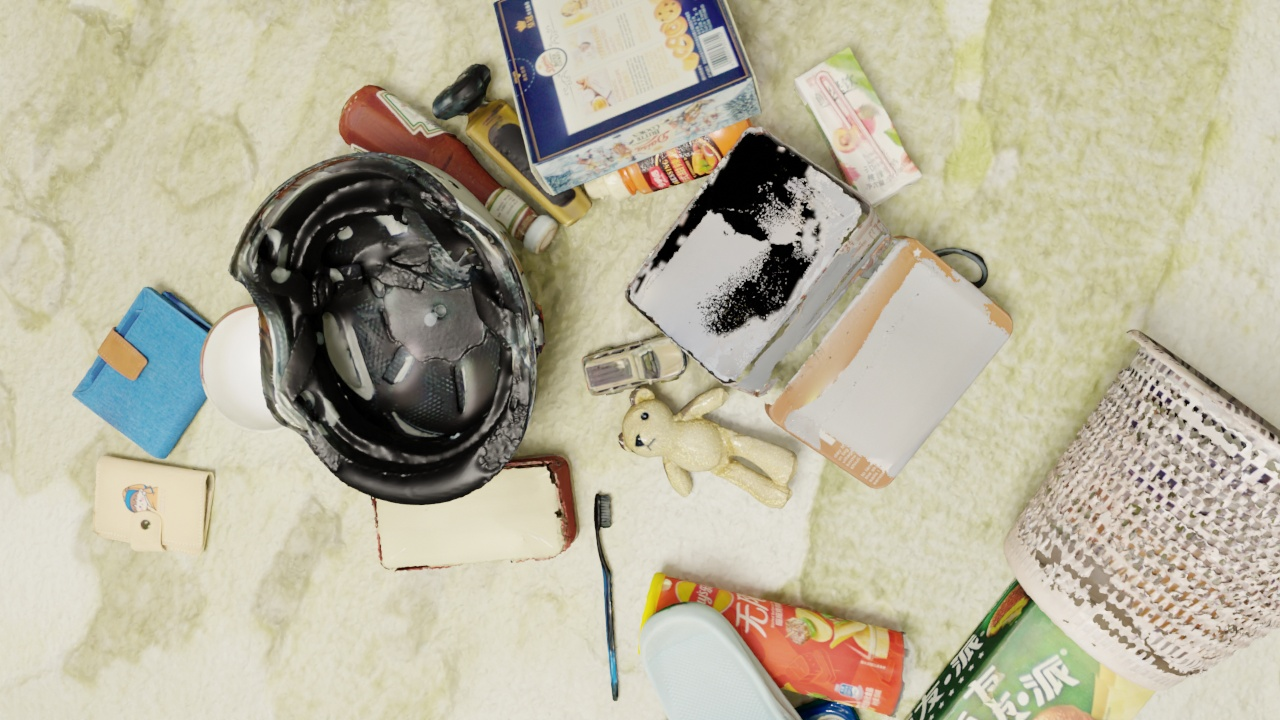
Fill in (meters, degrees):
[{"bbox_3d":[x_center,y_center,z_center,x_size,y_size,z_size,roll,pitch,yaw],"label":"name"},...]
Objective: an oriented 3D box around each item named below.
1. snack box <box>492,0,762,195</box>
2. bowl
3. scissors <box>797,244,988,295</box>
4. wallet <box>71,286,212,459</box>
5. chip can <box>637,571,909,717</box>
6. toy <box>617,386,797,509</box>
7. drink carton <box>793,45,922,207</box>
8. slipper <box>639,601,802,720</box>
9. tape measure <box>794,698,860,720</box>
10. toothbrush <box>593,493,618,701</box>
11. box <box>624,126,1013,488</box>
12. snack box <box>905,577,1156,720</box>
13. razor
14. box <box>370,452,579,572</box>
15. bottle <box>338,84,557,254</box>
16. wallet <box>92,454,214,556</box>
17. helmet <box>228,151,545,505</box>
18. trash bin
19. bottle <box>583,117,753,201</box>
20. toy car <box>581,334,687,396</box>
[{"bbox_3d":[-0.015,-0.245,0.736,0.183,0.046,0.177,-19,65,10],"label":"snack box"},{"bbox_3d":[-0.326,0.005,0.824,0.113,0.062,0.113,1,95,9],"label":"bowl"},{"bbox_3d":[0.202,-0.083,0.767,0.136,0.014,0.175,-42,84,10],"label":"scissors"},{"bbox_3d":[-0.452,0.011,0.857,0.106,0.040,0.133,38,97,0],"label":"wallet"},{"bbox_3d":[0.109,0.237,0.769,0.217,0.073,0.073,12,95,6],"label":"chip can"},{"bbox_3d":[0.056,0.077,0.769,0.157,0.066,0.105,21,113,14],"label":"toy"},{"bbox_3d":[0.175,-0.187,0.745,0.053,0.045,0.122,-29,88,10],"label":"drink carton"},{"bbox_3d":[0.076,0.303,0.715,0.104,0.074,0.245,-27,97,16],"label":"slipper"},{"bbox_3d":[0.161,0.316,0.788,0.058,0.025,0.054,-25,95,18],"label":"tape measure"},{"bbox_3d":[-0.027,0.211,0.817,0.016,0.014,0.189,-6,94,-15],"label":"toothbrush"},{"bbox_3d":[0.140,-0.038,0.722,0.273,0.126,0.179,38,99,3],"label":"box"},{"bbox_3d":[0.294,0.304,0.748,0.114,0.063,0.240,36,98,4],"label":"snack box"},{"bbox_3d":[-0.105,-0.179,0.775,0.062,0.067,0.167,-43,86,-4],"label":"razor"},{"bbox_3d":[-0.144,0.135,0.795,0.168,0.079,0.091,-7,91,9],"label":"box"},{"bbox_3d":[-0.164,-0.161,0.792,0.206,0.059,0.060,34,97,4],"label":"bottle"},{"bbox_3d":[-0.465,0.141,0.873,0.115,0.024,0.087,7,96,7],"label":"wallet"},{"bbox_3d":[-0.187,-0.035,0.754,0.230,0.156,0.274,-18,105,11],"label":"helmet"},{"bbox_3d":[0.384,0.119,0.662,0.227,0.227,0.192,38,110,5],"label":"trash bin"},{"bbox_3d":[0.020,-0.172,0.765,0.150,0.066,0.067,-22,90,16],"label":"bottle"},{"bbox_3d":[-0.005,0.005,0.790,0.090,0.035,0.042,-14,92,7],"label":"toy car"}]
